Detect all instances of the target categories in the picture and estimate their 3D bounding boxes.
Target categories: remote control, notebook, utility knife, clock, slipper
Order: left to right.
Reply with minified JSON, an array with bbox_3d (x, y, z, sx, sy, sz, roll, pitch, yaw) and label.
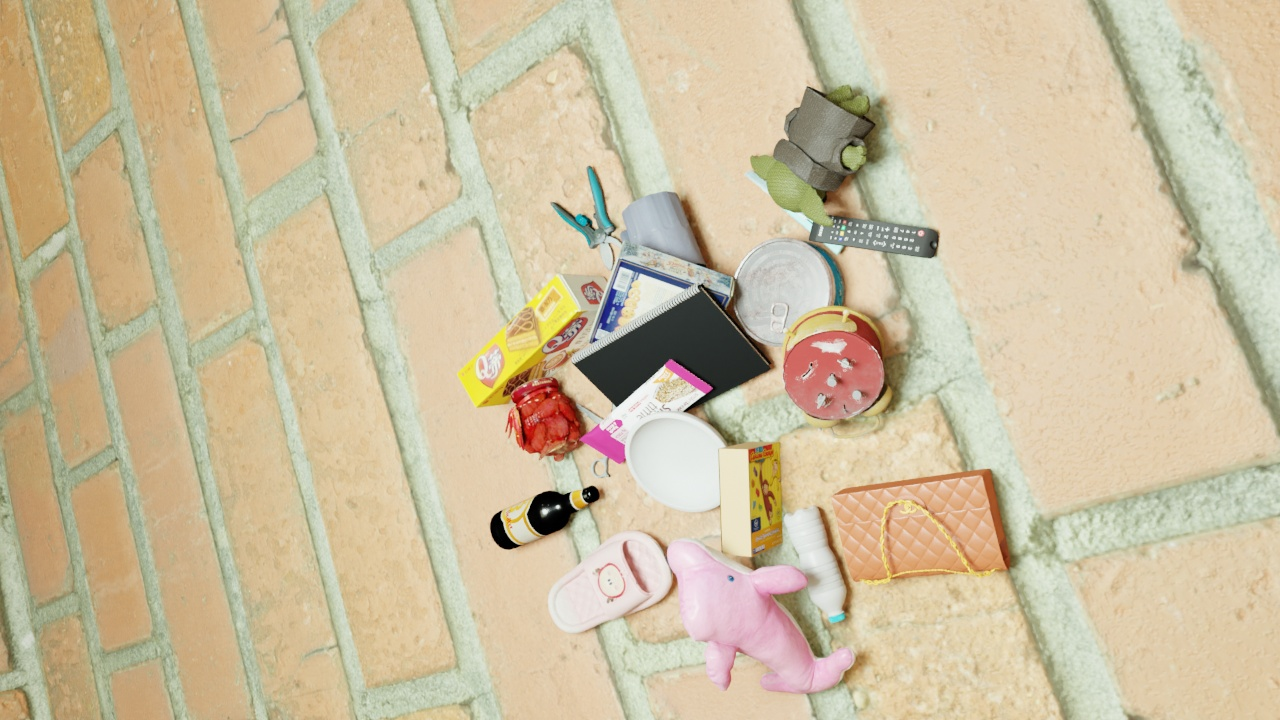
[{"bbox_3d":[-0.049,0.308,1.261,0.222,0.055,0.106,-35,71,29],"label":"slipper"},{"bbox_3d":[0.036,0.002,1.151,0.207,0.016,0.149,-29,119,29],"label":"notebook"},{"bbox_3d":[0.187,-0.184,1.118,0.022,0.015,0.165,-49,64,8],"label":"utility knife"},{"bbox_3d":[0.223,0.022,1.041,0.117,0.081,0.159,-17,109,19],"label":"clock"},{"bbox_3d":[0.265,-0.143,1.056,0.147,0.015,0.033,13,86,26],"label":"remote control"}]

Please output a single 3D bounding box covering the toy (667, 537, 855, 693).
[{"bbox_3d":[0.119,0.319,1.067,0.265,0.127,0.187,43,133,-12],"label":"toy"}]

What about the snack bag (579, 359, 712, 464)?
[{"bbox_3d":[0.004,0.072,1.194,0.070,0.016,0.197,34,127,-20],"label":"snack bag"}]

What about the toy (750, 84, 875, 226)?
[{"bbox_3d":[0.206,-0.243,1.063,0.153,0.078,0.179,-62,38,23],"label":"toy"}]

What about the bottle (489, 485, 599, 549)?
[{"bbox_3d":[-0.133,0.217,1.308,0.182,0.059,0.059,-27,77,30],"label":"bottle"}]

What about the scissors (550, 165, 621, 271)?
[{"bbox_3d":[-0.067,-0.202,1.276,0.155,0.019,0.124,27,108,27],"label":"scissors"}]

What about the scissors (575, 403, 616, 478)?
[{"bbox_3d":[-0.026,0.108,1.264,0.175,0.014,0.142,29,110,27],"label":"scissors"}]

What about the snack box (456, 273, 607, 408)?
[{"bbox_3d":[-0.141,-0.026,1.275,0.231,0.109,0.061,-41,72,27],"label":"snack box"}]

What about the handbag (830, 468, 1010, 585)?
[{"bbox_3d":[0.310,0.191,1.027,0.172,0.060,0.109,-14,88,32],"label":"handbag"}]

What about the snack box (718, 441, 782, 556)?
[{"bbox_3d":[0.135,0.166,1.118,0.040,0.088,0.126,-1,91,33],"label":"snack box"}]

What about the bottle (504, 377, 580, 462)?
[{"bbox_3d":[-0.140,0.089,1.288,0.099,0.098,0.111,-32,72,29],"label":"bottle"}]

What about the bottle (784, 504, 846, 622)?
[{"bbox_3d":[0.213,0.244,1.097,0.044,0.044,0.136,-24,79,31],"label":"bottle"}]

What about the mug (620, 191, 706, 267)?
[{"bbox_3d":[0.019,-0.146,1.195,0.124,0.083,0.104,-36,70,56],"label":"mug"}]

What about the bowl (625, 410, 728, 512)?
[{"bbox_3d":[0.056,0.122,1.178,0.150,0.043,0.150,13,123,20],"label":"bowl"}]

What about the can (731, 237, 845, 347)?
[{"bbox_3d":[0.177,-0.081,1.108,0.130,0.044,0.130,1,92,33],"label":"can"}]

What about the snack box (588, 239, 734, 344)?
[{"bbox_3d":[0.023,-0.061,1.141,0.145,0.042,0.145,19,130,-5],"label":"snack box"}]
